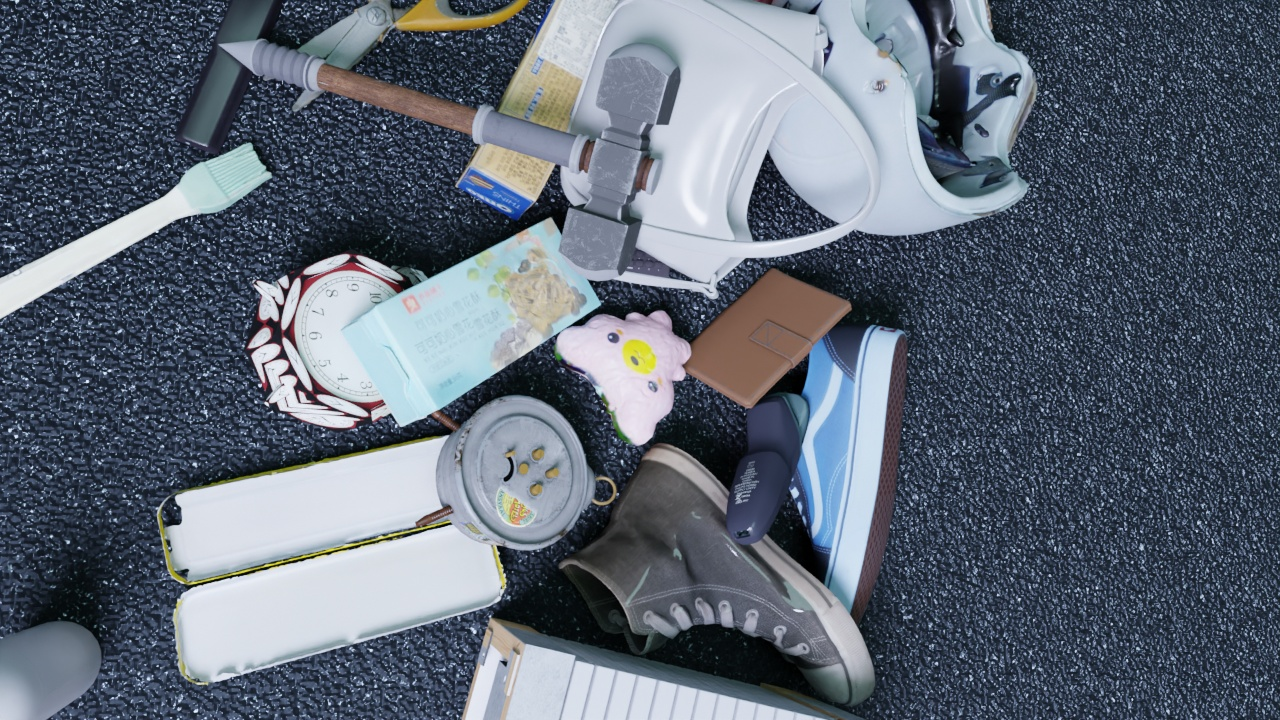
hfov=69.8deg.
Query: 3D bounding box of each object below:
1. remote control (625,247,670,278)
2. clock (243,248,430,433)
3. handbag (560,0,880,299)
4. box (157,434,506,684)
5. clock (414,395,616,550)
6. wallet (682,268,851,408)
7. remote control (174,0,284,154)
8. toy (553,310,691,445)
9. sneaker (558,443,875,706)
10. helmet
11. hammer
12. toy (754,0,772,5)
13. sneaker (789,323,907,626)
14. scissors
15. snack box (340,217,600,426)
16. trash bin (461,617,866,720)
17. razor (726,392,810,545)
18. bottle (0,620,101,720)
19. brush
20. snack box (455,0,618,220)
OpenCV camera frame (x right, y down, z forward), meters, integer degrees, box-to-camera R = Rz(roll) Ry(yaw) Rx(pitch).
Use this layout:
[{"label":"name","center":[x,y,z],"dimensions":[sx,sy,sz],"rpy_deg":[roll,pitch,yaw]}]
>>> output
[{"label":"remote control","center":[0.002,-0.125,0.731],"dimensions":[0.046,0.009,0.124],"rpy_deg":[3,80,-17]},{"label":"clock","center":[-0.188,-0.011,0.626],"dimensions":[0.154,0.065,0.114],"rpy_deg":[-1,79,-47]},{"label":"handbag","center":[0.058,-0.138,0.639],"dimensions":[0.223,0.095,0.216],"rpy_deg":[29,108,22]},{"label":"box","center":[-0.203,0.128,0.615],"dimensions":[0.209,0.039,0.129],"rpy_deg":[-11,77,-19]},{"label":"clock","center":[-0.077,0.081,0.635],"dimensions":[0.147,0.056,0.103],"rpy_deg":[16,66,-37]},{"label":"wallet","center":[0.094,-0.020,0.713],"dimensions":[0.120,0.087,0.013],"rpy_deg":[-42,137,-18]},{"label":"remote control","center":[-0.291,-0.213,0.652],"dimensions":[0.032,0.015,0.136],"rpy_deg":[19,76,-13]},{"label":"toy","center":[-0.004,0.004,0.687],"dimensions":[0.093,0.050,0.102],"rpy_deg":[-34,87,-19]},{"label":"sneaker","center":[0.057,0.181,0.651],"dimensions":[0.235,0.095,0.119],"rpy_deg":[47,66,-6]},{"label":"helmet","center":[0.182,-0.223,0.719],"dimensions":[0.236,0.164,0.263],"rpy_deg":[17,68,-42]},{"label":"hammer","center":[-0.141,-0.169,0.618],"dimensions":[0.322,0.043,0.156],"rpy_deg":[19,108,8]},{"label":"toy","center":[0.023,-0.349,0.718],"dimensions":[0.213,0.084,0.141],"rpy_deg":[52,32,0]},{"label":"sneaker","center":[0.146,0.090,0.722],"dimensions":[0.098,0.083,0.241],"rpy_deg":[7,91,28]},{"label":"scissors","center":[-0.177,-0.261,0.694],"dimensions":[0.162,0.016,0.225],"rpy_deg":[32,74,-10]},{"label":"snack box","center":[-0.109,-0.030,0.623],"dimensions":[0.174,0.053,0.075],"rpy_deg":[-37,100,-45]},{"label":"trash bin","center":[0.009,0.275,0.599],"dimensions":[0.247,0.143,0.142],"rpy_deg":[18,76,-14]},{"label":"razor","center":[0.088,0.074,0.647],"dimensions":[0.052,0.047,0.142],"rpy_deg":[59,33,-20]},{"label":"bottle","center":[-0.336,0.174,0.480],"dimensions":[0.052,0.195,0.052],"rpy_deg":[3,80,-17]},{"label":"brush","center":[-0.352,-0.083,0.615],"dimensions":[0.217,0.012,0.033],"rpy_deg":[-35,92,-18]},{"label":"snack box","center":[-0.068,-0.211,0.700],"dimensions":[0.056,0.057,0.206],"rpy_deg":[28,74,-15]}]
